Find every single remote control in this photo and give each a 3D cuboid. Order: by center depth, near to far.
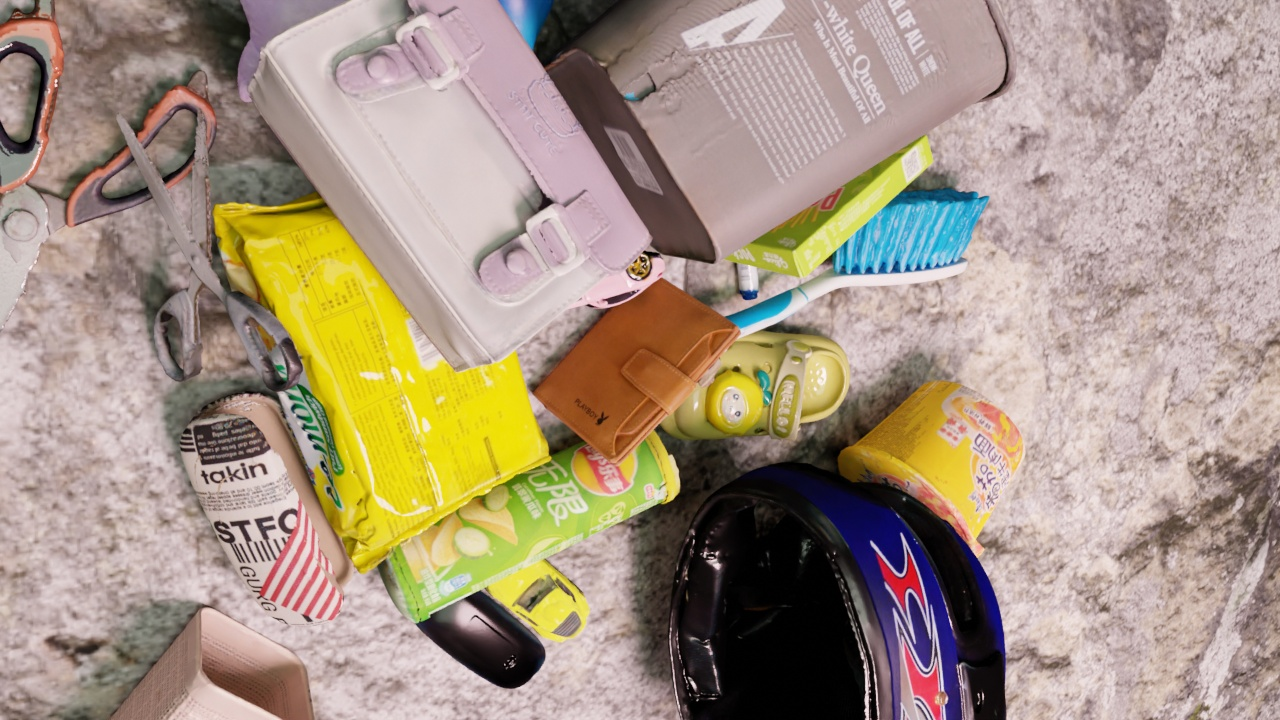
[{"bbox_3d":[-0.122,0.214,0.710,0.053,0.024,0.136,-47,120,-9],"label":"remote control"}]

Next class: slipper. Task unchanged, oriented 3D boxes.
[{"bbox_3d":[0.105,0.021,0.738,0.190,0.082,0.092,-4,104,-29],"label":"slipper"}]

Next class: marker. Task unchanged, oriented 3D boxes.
[{"bbox_3d":[0.079,-0.118,0.718,0.016,0.017,0.146,-17,112,-22],"label":"marker"}]

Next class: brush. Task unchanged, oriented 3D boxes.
[{"bbox_3d":[0.158,-0.078,0.741,0.313,0.060,0.109,-9,114,-30],"label":"brush"}]

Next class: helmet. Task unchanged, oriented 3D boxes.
[{"bbox_3d":[0.168,0.216,0.736,0.239,0.248,0.316,-15,110,-43],"label":"helmet"}]

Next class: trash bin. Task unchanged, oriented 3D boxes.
[{"bbox_3d":[0.074,-0.189,0.588,0.219,0.199,0.199,-38,108,-9],"label":"trash bin"}]

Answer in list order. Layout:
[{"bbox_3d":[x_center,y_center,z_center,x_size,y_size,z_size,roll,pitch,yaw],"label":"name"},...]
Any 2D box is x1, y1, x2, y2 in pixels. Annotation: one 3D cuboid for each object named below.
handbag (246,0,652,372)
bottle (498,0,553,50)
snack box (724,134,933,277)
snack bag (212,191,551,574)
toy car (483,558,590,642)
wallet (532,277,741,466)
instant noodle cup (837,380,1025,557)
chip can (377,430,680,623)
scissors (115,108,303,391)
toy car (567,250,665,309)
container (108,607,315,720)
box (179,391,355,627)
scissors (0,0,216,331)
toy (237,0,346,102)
[{"bbox_3d":[-0.098,-0.112,0.521,0.144,0.099,0.197,-43,106,-30],"label":"handbag"},{"bbox_3d":[-0.081,-0.267,0.561,0.065,0.065,0.219,-6,107,-26],"label":"bottle"},{"bbox_3d":[0.139,-0.122,0.695,0.156,0.086,0.026,-40,124,-20],"label":"snack box"},{"bbox_3d":[-0.152,-0.004,0.590,0.157,0.068,0.247,-27,113,-30],"label":"snack bag"},{"bbox_3d":[-0.081,0.183,0.718,0.048,0.032,0.105,-46,118,-8],"label":"toy car"},{"bbox_3d":[-0.004,0.004,0.662,0.131,0.108,0.031,-47,140,-7],"label":"wallet"},{"bbox_3d":[0.263,0.093,0.815,0.109,0.138,0.138,-43,120,-19],"label":"instant noodle cup"},{"bbox_3d":[-0.082,0.114,0.673,0.221,0.072,0.073,-23,114,-20],"label":"chip can"},{"bbox_3d":[-0.251,-0.053,0.523,0.160,0.014,0.181,-37,91,33],"label":"scissors"},{"bbox_3d":[-0.040,-0.053,0.654,0.122,0.056,0.037,-19,107,-22],"label":"toy car"},{"bbox_3d":[-0.288,0.242,0.598,0.111,0.090,0.090,-47,120,-4],"label":"container"},{"bbox_3d":[-0.243,0.096,0.607,0.075,0.080,0.163,-13,116,10],"label":"box"},{"bbox_3d":[-0.335,-0.097,0.513,0.189,0.015,0.222,-9,110,-25],"label":"scissors"},{"bbox_3d":[-0.186,-0.193,0.546,0.107,0.039,0.084,-3,105,-31],"label":"toy"}]
